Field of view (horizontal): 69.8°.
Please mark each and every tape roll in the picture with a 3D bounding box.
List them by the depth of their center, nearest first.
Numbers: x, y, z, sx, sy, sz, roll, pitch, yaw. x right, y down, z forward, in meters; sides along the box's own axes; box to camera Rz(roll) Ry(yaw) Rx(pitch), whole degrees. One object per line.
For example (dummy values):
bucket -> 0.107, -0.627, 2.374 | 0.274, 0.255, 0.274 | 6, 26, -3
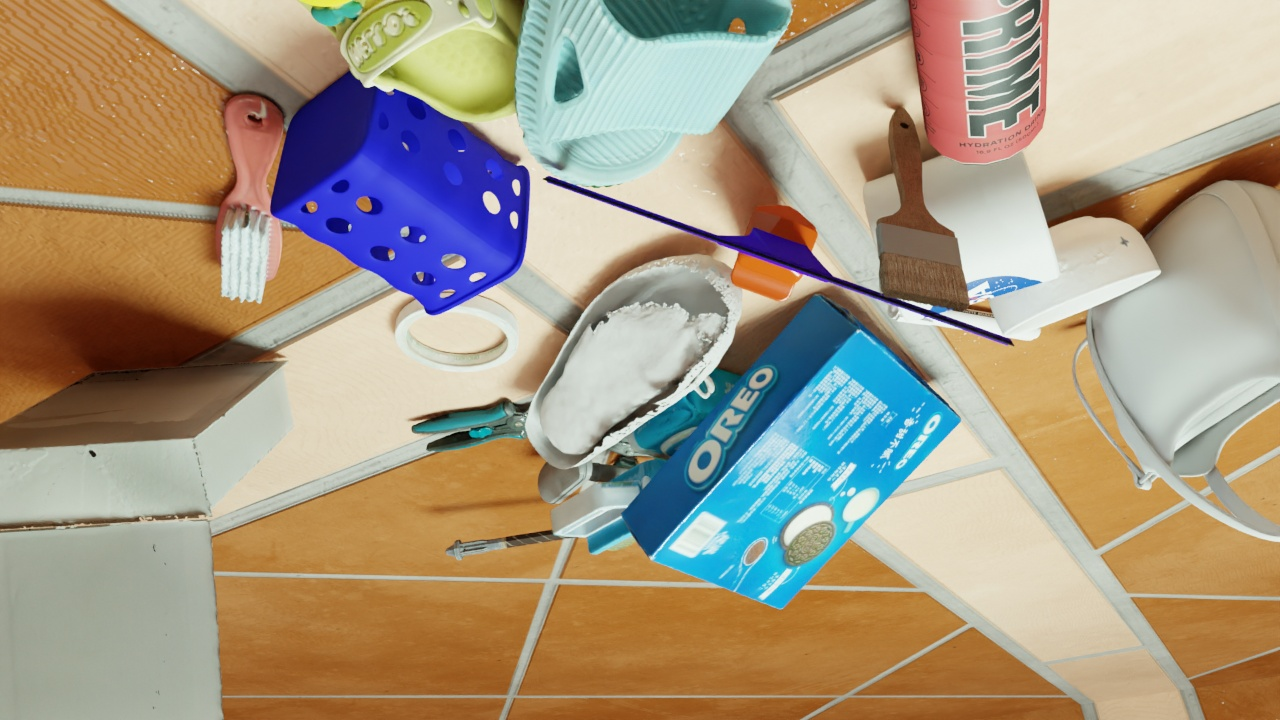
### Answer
tape roll -> -0.140, -0.020, 0.702 | 0.093, 0.013, 0.093 | -2, 148, -2

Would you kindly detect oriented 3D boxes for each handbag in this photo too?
handbag -> 0.386, 0.017, 0.604 | 0.095, 0.222, 0.216 | 5, 148, -11

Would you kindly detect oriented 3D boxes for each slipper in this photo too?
slipper -> 0.008, -0.165, 0.404 | 0.115, 0.069, 0.277 | -17, 151, -21
slipper -> -0.115, -0.160, 0.417 | 0.092, 0.081, 0.190 | -17, 148, 26
slipper -> -0.004, 0.004, 0.697 | 0.112, 0.074, 0.248 | 39, 136, -5

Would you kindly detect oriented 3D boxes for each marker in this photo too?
marker -> 0.253, -0.030, 0.709 | 0.133, 0.020, 0.017 | 8, 143, -17

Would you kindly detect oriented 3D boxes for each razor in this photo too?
razor -> -0.027, 0.108, 0.870 | 0.116, 0.047, 0.088 | 10, 149, -26

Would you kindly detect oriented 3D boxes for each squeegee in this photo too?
squeegee -> 0.079, -0.065, 0.551 | 0.249, 0.055, 0.184 | 20, -178, 4

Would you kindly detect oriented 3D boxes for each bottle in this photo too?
bottle -> 0.159, -0.172, 0.433 | 0.062, 0.062, 0.176 | -13, 147, 15

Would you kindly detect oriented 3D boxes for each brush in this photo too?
brush -> 0.146, -0.087, 0.492 | 0.045, 0.142, 0.008 | 11, 145, -6
brush -> -0.241, -0.091, 0.563 | 0.041, 0.030, 0.173 | 9, 146, -19
brush -> -0.012, 0.122, 0.794 | 0.075, 0.055, 0.136 | 11, 147, -37

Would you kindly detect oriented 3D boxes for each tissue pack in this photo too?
tissue pack -> 0.058, 0.053, 0.790 | 0.144, 0.061, 0.093 | 18, 143, -30

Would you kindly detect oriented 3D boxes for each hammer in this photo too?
hammer -> -0.046, 0.175, 0.959 | 0.322, 0.044, 0.098 | -9, 162, 4

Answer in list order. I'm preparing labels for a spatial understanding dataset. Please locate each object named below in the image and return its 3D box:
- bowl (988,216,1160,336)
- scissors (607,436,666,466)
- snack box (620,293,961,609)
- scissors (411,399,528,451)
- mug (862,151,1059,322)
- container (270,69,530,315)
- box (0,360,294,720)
bowl -> 0.283, -0.060, 0.615 | 0.105, 0.054, 0.105 | -20, 167, -5
scissors -> -0.010, 0.105, 0.915 | 0.209, 0.015, 0.155 | 26, 140, -37
snack box -> 0.129, 0.086, 0.752 | 0.239, 0.056, 0.195 | -49, 134, 9
scissors -> -0.133, 0.061, 0.825 | 0.129, 0.019, 0.139 | 20, 135, -21
mug -> 0.199, -0.081, 0.571 | 0.090, 0.091, 0.121 | -18, 180, 23
container -> -0.131, -0.095, 0.514 | 0.085, 0.085, 0.113 | -23, 142, 29
box -> -0.355, 0.193, 0.567 | 0.167, 0.505, 0.149 | -4, 144, 3
